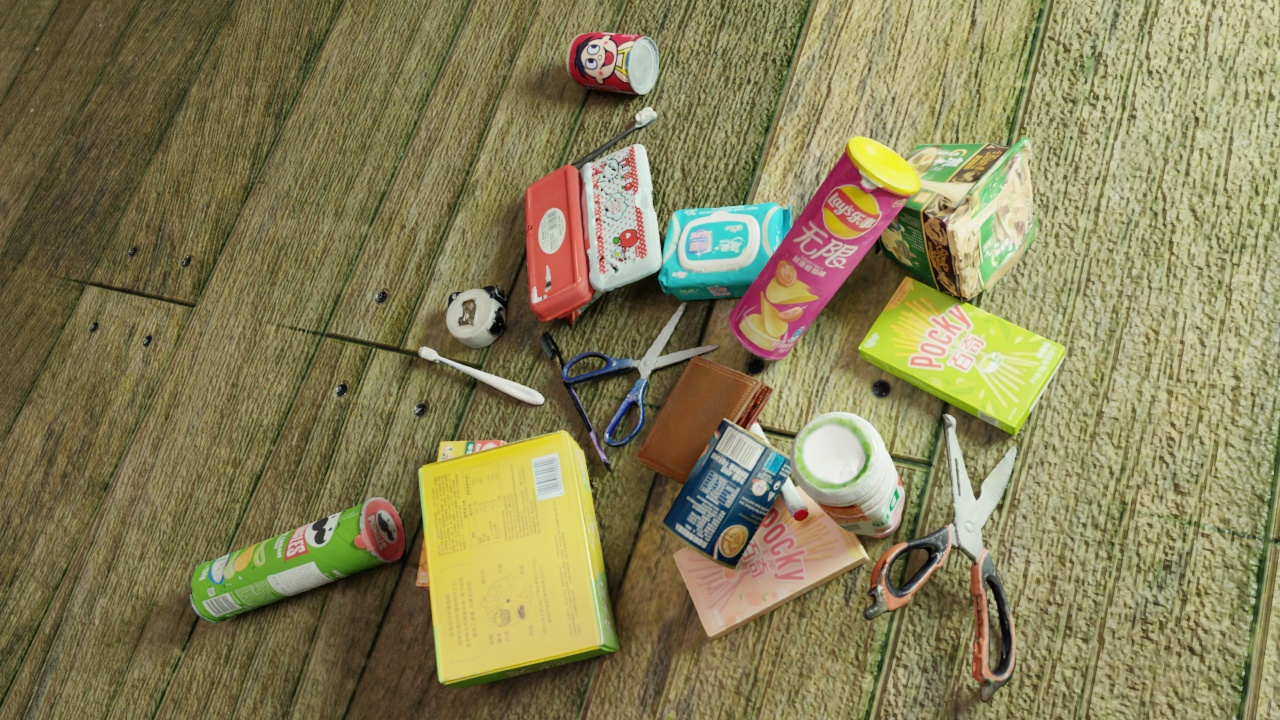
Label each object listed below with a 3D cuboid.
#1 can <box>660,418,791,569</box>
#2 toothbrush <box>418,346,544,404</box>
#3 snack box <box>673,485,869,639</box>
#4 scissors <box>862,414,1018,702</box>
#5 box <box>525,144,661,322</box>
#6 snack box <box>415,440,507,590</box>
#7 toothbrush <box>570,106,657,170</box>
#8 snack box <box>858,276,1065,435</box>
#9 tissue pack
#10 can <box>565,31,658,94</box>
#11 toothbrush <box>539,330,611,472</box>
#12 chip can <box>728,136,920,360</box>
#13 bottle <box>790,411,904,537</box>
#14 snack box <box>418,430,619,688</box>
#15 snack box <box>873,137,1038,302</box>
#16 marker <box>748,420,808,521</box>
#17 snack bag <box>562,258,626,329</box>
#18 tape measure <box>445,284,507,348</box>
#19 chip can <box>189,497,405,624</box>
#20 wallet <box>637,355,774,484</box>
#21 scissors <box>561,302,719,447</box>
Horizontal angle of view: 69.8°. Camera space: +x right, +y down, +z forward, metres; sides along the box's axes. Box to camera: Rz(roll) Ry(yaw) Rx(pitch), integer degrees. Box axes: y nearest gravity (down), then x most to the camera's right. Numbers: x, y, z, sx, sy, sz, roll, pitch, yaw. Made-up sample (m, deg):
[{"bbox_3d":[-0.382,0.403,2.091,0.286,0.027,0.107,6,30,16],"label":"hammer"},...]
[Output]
[{"bbox_3d":[0.077,0.114,0.795,0.075,0.075,0.111,30,90,31],"label":"can"},{"bbox_3d":[-0.179,0.018,1.028,0.180,0.016,0.016,20,79,27],"label":"toothbrush"},{"bbox_3d":[0.114,0.176,0.821,0.157,0.026,0.084,-31,59,10],"label":"snack box"},{"bbox_3d":[0.258,0.154,0.732,0.224,0.015,0.189,-35,91,-28],"label":"scissors"},{"bbox_3d":[-0.056,-0.147,1.006,0.158,0.039,0.200,-25,50,22],"label":"box"},{"bbox_3d":[-0.183,0.161,0.959,0.077,0.027,0.155,-3,67,21],"label":"snack box"},{"bbox_3d":[-0.059,-0.243,1.085,0.181,0.018,0.015,-33,62,10],"label":"toothbrush"},{"bbox_3d":[0.285,-0.007,0.824,0.156,0.026,0.085,32,83,32],"label":"snack box"},{"bbox_3d":[0.090,-0.112,0.941,0.134,0.050,0.093,-2,67,23],"label":"tissue pack"},{"bbox_3d":[-0.034,-0.354,1.092,0.094,0.066,0.066,16,76,29],"label":"can"},{"bbox_3d":[-0.070,0.042,0.969,0.017,0.014,0.189,-37,59,14],"label":"toothbrush"},{"bbox_3d":[0.160,-0.095,0.827,0.071,0.071,0.211,60,136,31],"label":"chip can"},{"bbox_3d":[0.173,0.101,0.726,0.068,0.197,0.068,-9,65,21],"label":"bottle"},{"bbox_3d":[-0.119,0.188,0.874,0.158,0.070,0.209,-15,66,6],"label":"snack box"},{"bbox_3d":[0.278,-0.136,0.831,0.117,0.118,0.106,-44,45,-16],"label":"snack box"},{"bbox_3d":[0.117,0.088,0.842,0.017,0.017,0.145,-33,45,8],"label":"marker"},{"bbox_3d":[-0.052,-0.082,1.006,0.104,0.026,0.048,-42,57,2],"label":"snack bag"},{"bbox_3d":[-0.187,-0.049,1.048,0.066,0.033,0.066,-11,64,21],"label":"tape measure"},{"bbox_3d":[-0.373,0.218,0.994,0.236,0.072,0.072,-22,61,15],"label":"chip can"},{"bbox_3d":[0.058,0.060,0.879,0.101,0.032,0.124,22,79,50],"label":"wallet"},{"bbox_3d":[-0.004,0.013,0.946,0.162,0.012,0.174,6,70,20],"label":"scissors"}]
